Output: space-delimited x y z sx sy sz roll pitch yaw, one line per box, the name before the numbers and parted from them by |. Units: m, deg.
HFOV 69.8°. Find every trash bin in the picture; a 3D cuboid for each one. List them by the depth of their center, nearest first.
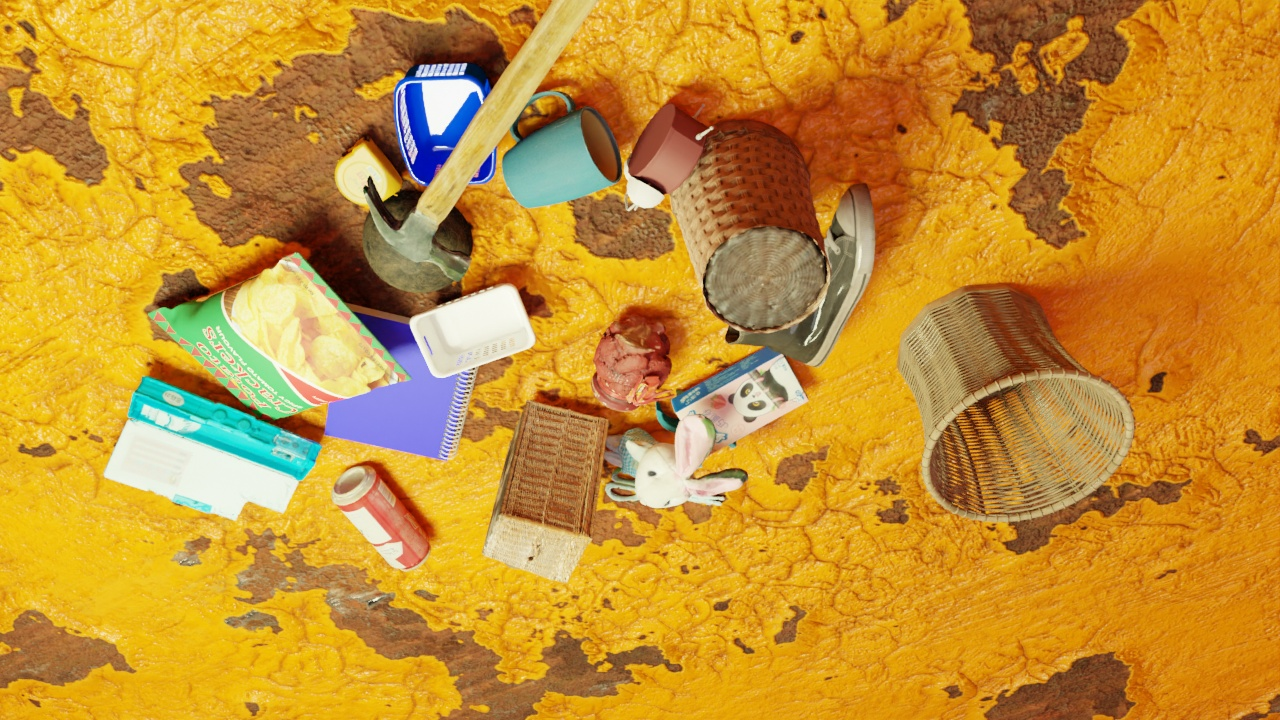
trash bin | 0.109 -0.130 0.921 0.151 0.209 0.151 -1 129 -1

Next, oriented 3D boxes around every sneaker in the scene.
sneaker | 0.179 -0.097 1.027 0.120 0.095 0.235 9 135 -11

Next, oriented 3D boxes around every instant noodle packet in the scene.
instant noodle packet | -0.418 -0.016 1.063 0.253 0.090 0.195 -15 128 27

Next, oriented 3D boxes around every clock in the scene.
clock | 0.021 -0.206 0.936 0.044 0.087 0.125 27 119 -22

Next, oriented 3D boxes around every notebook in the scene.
notebook | -0.300 0.034 1.157 0.171 0.022 0.210 14 127 -10

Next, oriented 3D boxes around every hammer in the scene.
hammer | -0.149 -0.223 0.878 0.132 0.033 0.331 30 121 -22

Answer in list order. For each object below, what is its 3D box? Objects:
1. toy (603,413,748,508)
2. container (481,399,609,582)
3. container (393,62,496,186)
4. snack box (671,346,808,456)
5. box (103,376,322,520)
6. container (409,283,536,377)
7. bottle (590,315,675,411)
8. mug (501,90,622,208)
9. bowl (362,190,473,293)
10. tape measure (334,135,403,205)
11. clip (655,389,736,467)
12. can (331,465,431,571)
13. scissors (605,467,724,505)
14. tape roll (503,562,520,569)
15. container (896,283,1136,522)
toy | 0.015 0.132 1.160 0.206 0.105 0.131 4 135 45
container | -0.117 0.160 1.151 0.112 0.198 0.114 17 137 -10
container | -0.191 -0.239 0.920 0.096 0.058 0.114 -2 128 0
snack box | 0.125 0.050 1.160 0.154 0.033 0.088 -30 122 8
box | -0.548 0.118 1.186 0.227 0.073 0.181 26 123 -21
container | -0.192 -0.040 1.066 0.129 0.049 0.081 -19 111 3
bottle | -0.007 0.006 1.098 0.099 0.098 0.111 15 131 -14
mug | -0.089 -0.216 0.937 0.104 0.084 0.112 -18 99 23
bowl | -0.249 -0.120 1.013 0.121 0.056 0.121 -1 128 -1
tape measure | -0.290 -0.195 0.970 0.059 0.030 0.068 -26 122 18
clip | 0.056 0.095 1.214 0.113 0.028 0.127 -26 124 11
can | -0.357 0.220 1.272 0.067 0.067 0.170 -19 127 12
scissors | 0.039 0.182 1.290 0.175 0.033 0.072 8 125 -14
tape roll | -0.160 0.244 1.280 0.094 0.093 0.030 -18 127 12
container | 0.419 0.041 1.074 0.227 0.195 0.227 -1 128 -1
